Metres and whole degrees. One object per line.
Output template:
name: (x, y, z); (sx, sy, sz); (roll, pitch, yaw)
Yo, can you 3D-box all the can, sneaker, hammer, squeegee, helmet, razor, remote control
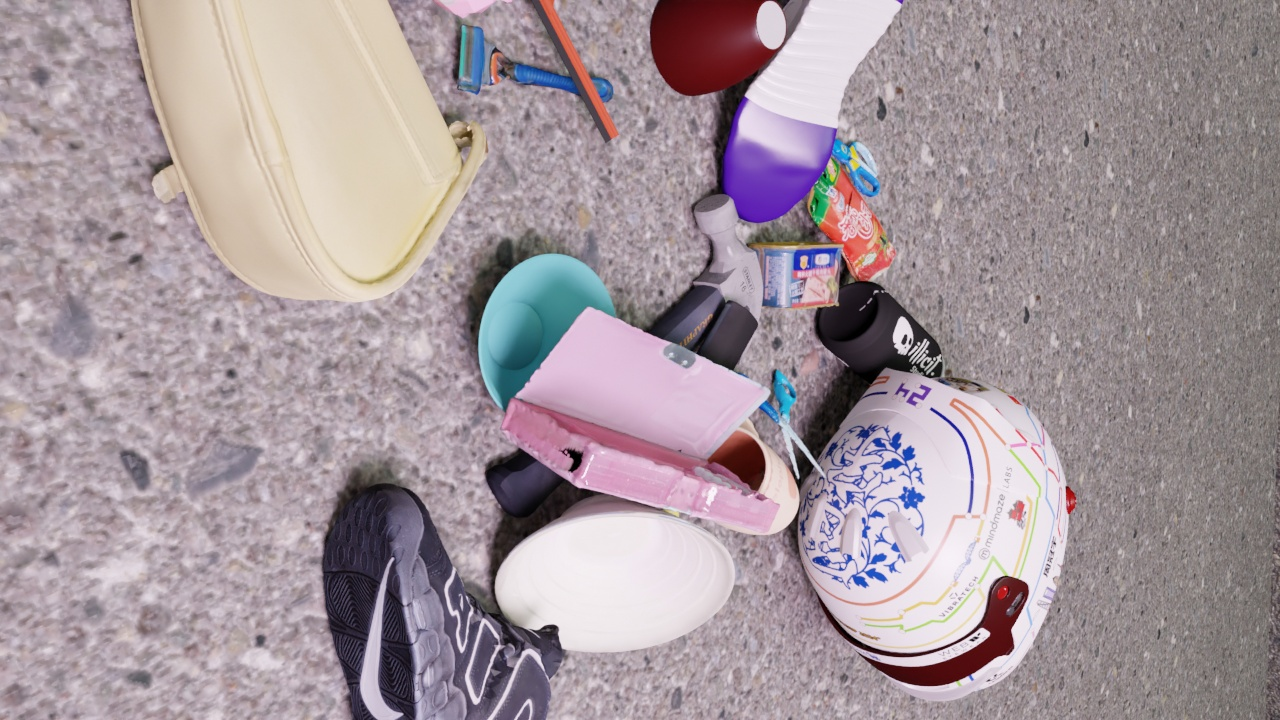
can: (0.248, -0.017, 0.939); (0.146, 0.080, 0.080); (33, 74, -41)
sneaker: (0.133, -0.243, 0.798); (0.091, 0.111, 0.244); (24, 107, -15)
can: (0.143, -0.080, 0.850); (0.099, 0.054, 0.059); (-7, 103, -42)
hammer: (-0.004, 0.004, 0.737); (0.311, 0.035, 0.139); (-43, 126, -30)
squeegee: (-0.018, -0.312, 0.659); (0.184, 0.055, 0.249); (-36, 112, -17)
helmet: (0.266, 0.165, 0.880); (0.235, 0.231, 0.314); (18, 94, -33)
sneaker: (-0.116, 0.191, 0.623); (0.150, 0.097, 0.253); (-19, 110, -46)
razor: (-0.073, -0.201, 0.652); (0.140, 0.018, 0.044); (-3, 101, -47)
remote control: (0.054, 0.019, 0.763); (0.140, 0.021, 0.045); (-58, 136, -13)

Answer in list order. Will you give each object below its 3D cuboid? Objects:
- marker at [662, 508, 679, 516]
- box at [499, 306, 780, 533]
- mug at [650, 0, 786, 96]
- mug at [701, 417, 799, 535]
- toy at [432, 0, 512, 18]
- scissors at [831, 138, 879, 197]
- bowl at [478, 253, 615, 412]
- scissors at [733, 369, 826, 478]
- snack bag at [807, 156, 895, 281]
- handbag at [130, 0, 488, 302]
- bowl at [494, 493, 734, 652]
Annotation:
marker: (0.024, 0.108, 0.792); (0.014, 0.014, 0.132); (-19, 109, -40)
box: (0.024, 0.043, 0.663); (0.232, 0.099, 0.112); (23, 94, -46)
mug: (0.071, -0.272, 0.727); (0.087, 0.088, 0.114); (11, 89, -44)
mug: (0.092, 0.099, 0.818); (0.104, 0.085, 0.111); (39, 40, -51)
toy: (-0.119, -0.288, 0.536); (0.123, 0.067, 0.158); (-89, 162, -52)
scissors: (0.197, -0.204, 0.902); (0.126, 0.023, 0.061); (29, 55, -41)
bowl: (-0.077, -0.015, 0.655); (0.120, 0.046, 0.121); (-8, 102, -43)
scissors: (0.123, 0.054, 0.839); (0.115, 0.015, 0.130); (24, 42, -34)
snack bag: (0.196, -0.145, 0.906); (0.155, 0.044, 0.087); (43, 54, -31)
handbag: (-0.186, -0.158, 0.515); (0.190, 0.089, 0.233); (-51, 128, -45)
bowl: (-0.020, 0.150, 0.696); (0.176, 0.177, 0.057); (48, 23, -37)
